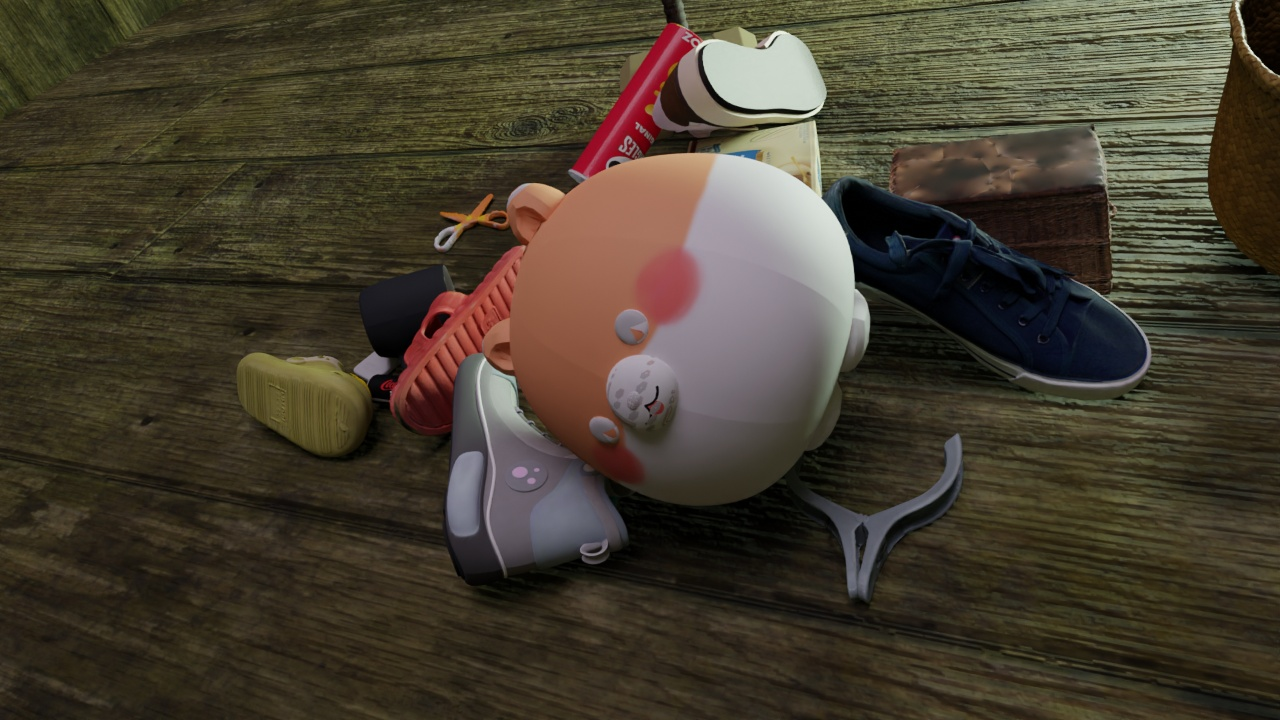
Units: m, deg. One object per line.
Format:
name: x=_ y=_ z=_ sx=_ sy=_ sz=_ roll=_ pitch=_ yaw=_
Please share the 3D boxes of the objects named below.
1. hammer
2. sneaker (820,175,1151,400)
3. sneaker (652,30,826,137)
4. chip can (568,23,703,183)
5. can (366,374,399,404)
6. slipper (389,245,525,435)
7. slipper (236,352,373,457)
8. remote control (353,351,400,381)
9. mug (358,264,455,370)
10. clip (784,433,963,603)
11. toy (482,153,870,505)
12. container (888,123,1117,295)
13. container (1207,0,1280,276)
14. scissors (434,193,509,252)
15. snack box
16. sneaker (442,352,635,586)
hammer: x=0.040 y=-0.464 z=1.176 sx=0.190 sy=0.325 sz=0.100 roll=-12 pitch=40 yaw=9
sneaker: x=0.270 y=-0.067 z=0.728 sx=0.294 sy=0.127 sz=0.120 roll=29 pitch=69 yaw=13
sneaker: x=0.121 y=-0.325 z=1.135 sx=0.117 sy=0.111 sz=0.292 roll=-21 pitch=5 yaw=42
chip can: x=0.000 y=-0.306 z=1.137 sx=0.069 sy=0.069 sz=0.220 roll=34 pitch=91 yaw=45
can: x=-0.243 y=0.031 z=0.954 sx=0.081 sy=0.031 sz=0.031 roll=3 pitch=44 yaw=25
slipper: x=-0.178 y=-0.024 z=0.934 sx=0.059 sy=0.104 sz=0.248 roll=9 pitch=48 yaw=30
slipper: x=-0.341 y=0.039 z=0.959 sx=0.191 sy=0.092 sz=0.081 roll=14 pitch=19 yaw=30
remote control: x=-0.259 y=-0.026 z=1.045 sx=0.045 sy=0.008 sz=0.146 roll=22 pitch=55 yaw=39
mug: x=-0.242 y=-0.034 z=0.991 sx=0.094 sy=0.085 sz=0.121 roll=-16 pitch=76 yaw=-4
clip: x=0.195 y=0.097 z=0.700 sx=0.164 sy=0.031 sz=0.168 roll=-21 pitch=40 yaw=1
toy: x=0.024 y=-0.027 z=0.696 sx=0.281 sy=0.263 sz=0.265 roll=16 pitch=27 yaw=2
container: x=0.325 y=-0.131 z=0.843 sx=0.199 sy=0.113 sz=0.113 roll=-3 pitch=42 yaw=21
container: x=0.614 y=-0.178 z=0.713 sx=0.307 sy=0.197 sz=0.306 roll=-11 pitch=38 yaw=9
scissors: x=-0.226 y=-0.181 z=1.209 sx=0.125 sy=0.011 sz=0.130 roll=18 pitch=52 yaw=36
snack box: x=0.124 y=-0.193 z=1.028 sx=0.153 sy=0.055 sz=0.206 roll=-6 pitch=36 yaw=14
sneaker: x=-0.083 y=0.077 z=0.802 sx=0.160 sy=0.093 sz=0.256 roll=-8 pitch=39 yaw=1
